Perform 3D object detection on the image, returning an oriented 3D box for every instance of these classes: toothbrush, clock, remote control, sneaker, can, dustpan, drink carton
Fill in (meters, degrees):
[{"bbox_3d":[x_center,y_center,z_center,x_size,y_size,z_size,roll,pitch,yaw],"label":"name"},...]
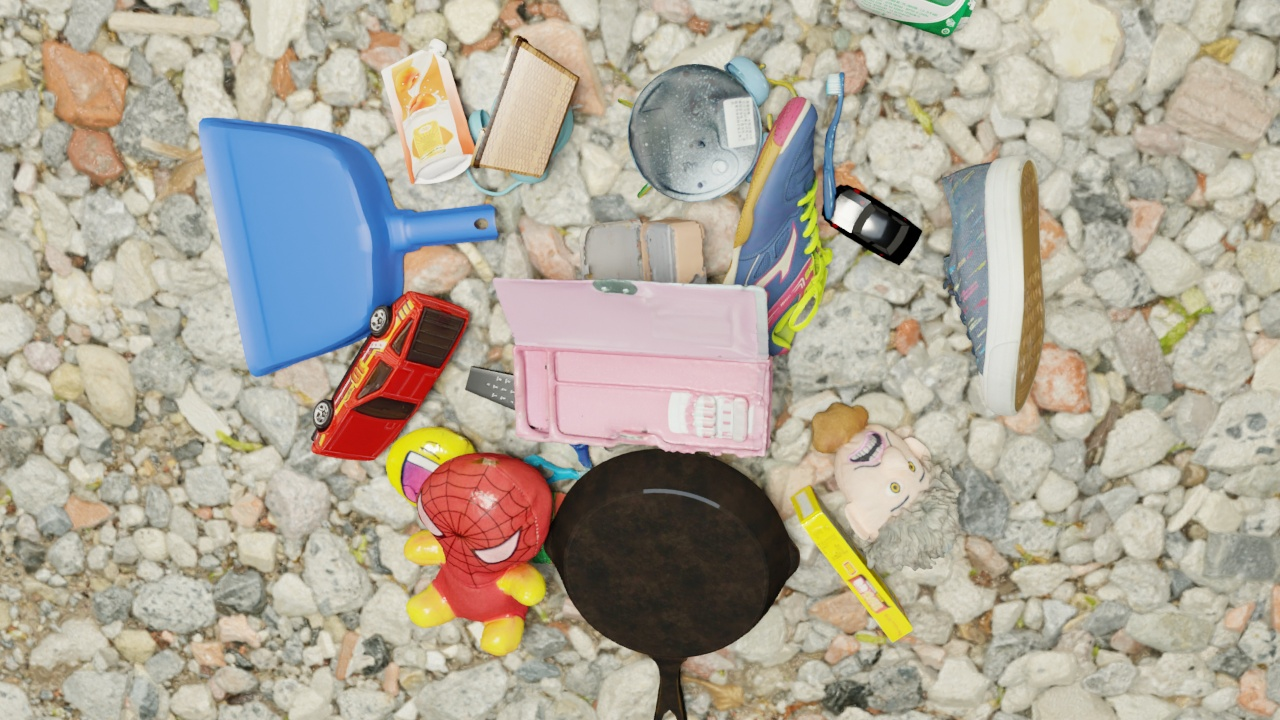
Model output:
[{"bbox_3d":[0.171,-0.193,0.824,0.016,0.021,0.132,5,91,14],"label":"toothbrush"},{"bbox_3d":[-0.113,-0.205,0.840,0.087,0.042,0.123,41,107,-6],"label":"clock"},{"bbox_3d":[-0.110,0.035,0.906,0.125,0.010,0.039,17,103,0],"label":"remote control"},{"bbox_3d":[0.129,-0.108,0.795,0.091,0.116,0.242,17,130,6],"label":"sneaker"},{"bbox_3d":[0.065,-0.204,0.815,0.162,0.060,0.118,-8,103,5],"label":"clock"},{"bbox_3d":[0.232,-0.315,0.782,0.101,0.053,0.053,19,103,-1],"label":"can"},{"bbox_3d":[0.316,-0.066,0.834,0.079,0.087,0.236,5,110,38],"label":"sneaker"},{"bbox_3d":[-0.261,-0.115,0.857,0.258,0.059,0.246,-3,103,14],"label":"dustpan"},{"bbox_3d":[-0.192,-0.226,0.828,0.069,0.039,0.122,-22,76,13],"label":"drink carton"}]

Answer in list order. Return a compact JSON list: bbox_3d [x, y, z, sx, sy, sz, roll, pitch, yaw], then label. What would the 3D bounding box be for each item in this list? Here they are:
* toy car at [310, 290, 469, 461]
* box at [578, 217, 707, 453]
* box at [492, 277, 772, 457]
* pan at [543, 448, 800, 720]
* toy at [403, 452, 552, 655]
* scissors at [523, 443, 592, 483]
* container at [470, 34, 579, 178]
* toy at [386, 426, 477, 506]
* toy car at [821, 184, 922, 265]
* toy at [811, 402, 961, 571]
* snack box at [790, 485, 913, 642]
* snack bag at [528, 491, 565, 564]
[{"bbox_3d":[-0.238,0.019,0.869,0.189,0.081,0.056,-53,53,14],"label":"toy car"},{"bbox_3d":[0.018,-0.021,0.844,0.108,0.094,0.216,6,107,37],"label":"box"},{"bbox_3d":[-0.002,-0.001,0.794,0.233,0.059,0.180,5,122,13],"label":"box"},{"bbox_3d":[0.026,0.251,0.894,0.249,0.043,0.357,2,116,8],"label":"pan"},{"bbox_3d":[-0.152,0.176,0.880,0.147,0.098,0.217,15,119,4],"label":"toy"},{"bbox_3d":[-0.049,0.105,0.911,0.132,0.015,0.110,21,114,0],"label":"scissors"},{"bbox_3d":[-0.097,-0.211,0.784,0.061,0.063,0.114,21,107,-8],"label":"container"},{"bbox_3d":[-0.205,0.109,0.913,0.095,0.041,0.094,35,106,-14],"label":"toy"},{"bbox_3d":[0.210,-0.125,0.836,0.091,0.036,0.042,31,103,-4],"label":"toy car"},{"bbox_3d":[0.231,0.109,0.861,0.132,0.076,0.176,-37,79,-33],"label":"toy"},{"bbox_3d":[0.204,0.196,0.890,0.025,0.075,0.152,-37,98,8],"label":"snack box"},{"bbox_3d":[-0.064,0.172,0.925,0.155,0.044,0.087,9,112,7],"label":"snack bag"}]
